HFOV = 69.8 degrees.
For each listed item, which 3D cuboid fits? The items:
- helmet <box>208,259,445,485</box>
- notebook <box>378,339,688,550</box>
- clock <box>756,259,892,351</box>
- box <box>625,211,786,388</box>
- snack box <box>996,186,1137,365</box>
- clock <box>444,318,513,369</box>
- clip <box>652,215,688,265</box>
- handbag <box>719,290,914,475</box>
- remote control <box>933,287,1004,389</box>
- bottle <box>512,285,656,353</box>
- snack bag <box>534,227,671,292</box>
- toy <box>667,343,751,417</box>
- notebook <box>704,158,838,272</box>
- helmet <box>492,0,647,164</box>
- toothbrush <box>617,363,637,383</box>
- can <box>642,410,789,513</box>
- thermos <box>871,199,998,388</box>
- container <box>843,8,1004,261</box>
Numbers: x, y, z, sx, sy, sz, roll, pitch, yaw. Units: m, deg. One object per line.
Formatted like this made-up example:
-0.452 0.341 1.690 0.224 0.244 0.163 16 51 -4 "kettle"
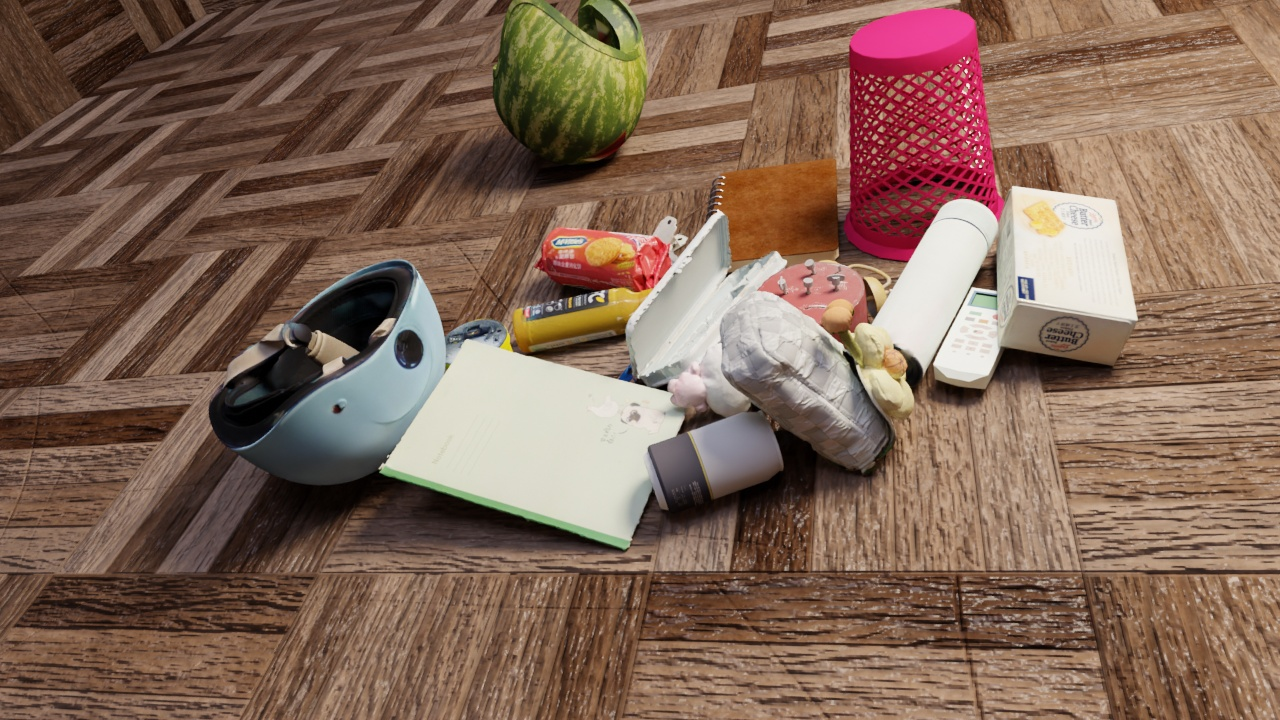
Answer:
-0.308 0.018 0.970 0.226 0.167 0.264 1 51 37 "helmet"
-0.098 0.073 0.890 0.253 0.010 0.181 15 51 15 "notebook"
0.187 -0.059 0.943 0.158 0.081 0.117 -33 40 -20 "clock"
0.048 -0.072 0.982 0.215 0.110 0.108 -47 10 -35 "box"
0.408 -0.088 0.892 0.104 0.058 0.207 11 43 11 "snack box"
-0.183 0.003 1.036 0.083 0.057 0.118 -14 37 4 "clock"
0.031 -0.156 1.176 0.054 0.038 0.101 -43 43 -12 "clip"
0.155 0.005 0.799 0.124 0.171 0.112 -43 24 32 "handbag"
0.324 -0.020 0.882 0.050 0.024 0.143 13 42 29 "remote control"
-0.051 -0.051 1.054 0.186 0.053 0.053 -11 37 9 "bottle"
-0.041 -0.122 1.126 0.177 0.082 0.082 12 46 32 "snack bag"
0.089 0.018 0.894 0.125 0.076 0.037 -16 18 4 "toy"
0.165 -0.185 1.161 0.168 0.024 0.224 -5 38 15 "notebook"
-0.108 -0.418 1.393 0.243 0.248 0.212 50 44 9 "helmet"
-0.006 0.006 0.998 0.022 0.017 0.134 5 45 33 "toothbrush"
0.070 0.088 0.818 0.127 0.064 0.064 -19 37 -2 "can"
0.290 -0.071 0.917 0.068 0.068 0.229 12 51 34 "thermos"
0.309 -0.257 1.024 0.183 0.226 0.182 -11 37 9 "container"
